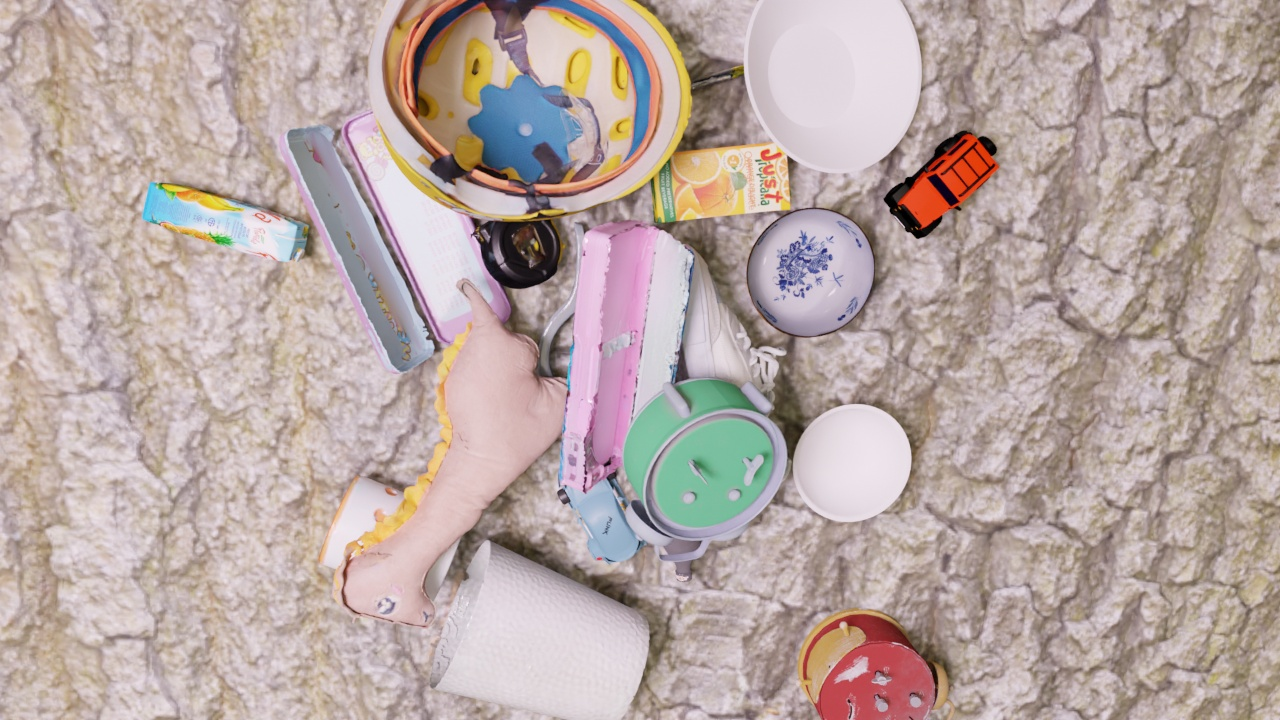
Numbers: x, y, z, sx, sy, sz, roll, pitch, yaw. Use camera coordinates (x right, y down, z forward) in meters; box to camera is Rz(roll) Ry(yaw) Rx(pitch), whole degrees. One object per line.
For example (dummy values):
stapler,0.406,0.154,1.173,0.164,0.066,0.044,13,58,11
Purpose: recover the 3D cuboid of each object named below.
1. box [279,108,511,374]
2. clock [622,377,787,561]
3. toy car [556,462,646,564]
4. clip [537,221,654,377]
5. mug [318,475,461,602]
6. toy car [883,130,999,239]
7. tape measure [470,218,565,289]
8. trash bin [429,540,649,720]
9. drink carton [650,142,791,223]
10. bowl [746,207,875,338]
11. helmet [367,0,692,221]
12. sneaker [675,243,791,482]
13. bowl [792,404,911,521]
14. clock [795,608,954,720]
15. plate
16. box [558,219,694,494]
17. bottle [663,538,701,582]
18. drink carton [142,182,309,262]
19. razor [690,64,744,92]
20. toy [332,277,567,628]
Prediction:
box,-0.207,-0.106,0.778,0.139,0.062,0.214,-30,103,-34
clock,0.048,0.098,0.740,0.121,0.075,0.162,0,118,-23
toy car,-0.036,0.141,0.850,0.060,0.027,0.108,-28,101,1
clip,-0.039,-0.035,0.821,0.090,0.027,0.162,13,100,-7
mug,-0.218,0.158,0.812,0.105,0.082,0.082,23,97,-9
toy car,0.268,-0.157,0.811,0.100,0.049,0.051,-43,100,4
tape measure,-0.102,-0.099,0.788,0.071,0.042,0.072,-41,109,-29
trash bin,-0.087,0.251,0.819,0.161,0.133,0.133,23,97,-13
drink carton,0.071,-0.156,0.801,0.122,0.041,0.058,-7,100,-4
bowl,0.146,-0.079,0.817,0.114,0.045,0.114,-1,100,-4
helmet,-0.094,-0.202,0.733,0.239,0.140,0.209,7,83,-17
sneaker,0.079,0.009,0.812,0.090,0.089,0.242,-15,107,-6
bowl,0.190,0.090,0.851,0.110,0.040,0.110,-1,100,-6
clock,0.230,0.316,0.872,0.159,0.081,0.117,35,95,-9
plate,0.156,-0.245,0.780,0.173,0.036,0.174,-2,96,-22
box,-0.003,0.005,0.764,0.091,0.084,0.231,19,116,25
bottle,0.037,0.152,0.853,0.036,0.036,0.110,-5,100,-4
drink carton,-0.347,-0.116,0.775,0.129,0.044,0.038,17,98,-6
razor,0.064,-0.244,0.796,0.106,0.026,0.042,-16,103,3
toy,-0.170,0.083,0.757,0.264,0.065,0.196,-45,106,-16
